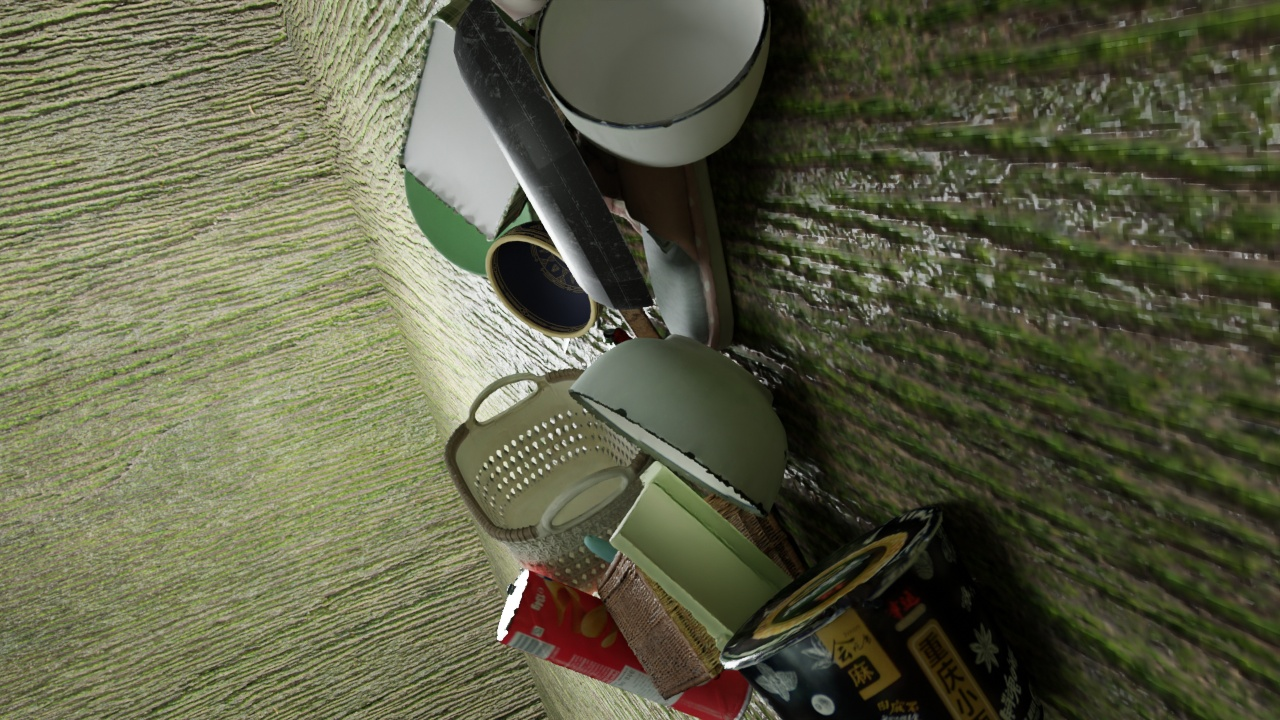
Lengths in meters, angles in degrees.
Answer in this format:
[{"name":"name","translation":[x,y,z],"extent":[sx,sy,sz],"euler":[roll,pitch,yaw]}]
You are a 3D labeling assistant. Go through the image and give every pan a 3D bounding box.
[{"name":"pan","translation":[-0.034,-0.077,0.608],"extent":[0.207,0.040,0.357],"euler":[60,179,34]}]

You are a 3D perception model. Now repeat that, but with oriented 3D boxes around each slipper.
[{"name":"slipper","translation":[-0.001,-0.122,0.602],"extent":[0.114,0.054,0.274],"euler":[26,137,63]}]

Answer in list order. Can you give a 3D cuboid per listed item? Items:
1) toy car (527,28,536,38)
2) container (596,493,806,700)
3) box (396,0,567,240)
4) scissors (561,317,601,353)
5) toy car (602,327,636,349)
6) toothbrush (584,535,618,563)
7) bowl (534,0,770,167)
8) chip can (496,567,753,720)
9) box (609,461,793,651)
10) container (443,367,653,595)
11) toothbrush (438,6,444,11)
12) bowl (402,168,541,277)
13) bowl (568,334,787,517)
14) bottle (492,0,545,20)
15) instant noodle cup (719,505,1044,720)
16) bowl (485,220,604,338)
[{"name":"toy car","translation":[-0.092,-0.218,0.756],"extent":[0.034,0.046,0.112],"euler":[58,158,34]},{"name":"container","translation":[0.048,0.186,0.732],"extent":[0.112,0.113,0.199],"euler":[58,161,17]},{"name":"box","translation":[-0.126,-0.187,0.735],"extent":[0.117,0.049,0.206],"euler":[38,151,-2]},{"name":"scissors","translation":[-0.071,-0.053,0.940],"extent":[0.095,0.014,0.171],"euler":[67,159,-6]},{"name":"toy car","translation":[-0.005,0.005,0.786],"extent":[0.091,0.036,0.042],"euler":[44,151,48]},{"name":"toothbrush","translation":[0.017,0.206,0.848],"extent":[0.180,0.016,0.016],"euler":[37,-177,-25]},{"name":"bowl","translation":[0.010,-0.149,0.463],"extent":[0.116,0.116,0.066],"euler":[59,180,23]},{"name":"chip can","translation":[-0.014,0.262,0.834],"extent":[0.233,0.073,0.073],"euler":[25,166,-12]},{"name":"box","translation":[0.069,0.142,0.577],"extent":[0.187,0.044,0.141],"euler":[42,-164,1]},{"name":"container","translation":[-0.080,0.119,0.923],"extent":[0.246,0.184,0.143],"euler":[40,158,57]},{"name":"toothbrush","translation":[-0.162,-0.325,0.874],"extent":[0.189,0.016,0.017],"euler":[41,138,52]},{"name":"bowl","translation":[-0.147,-0.163,0.886],"extent":[0.151,0.076,0.151],"euler":[17,130,22]},{"name":"bowl","translation":[0.034,0.034,0.605],"extent":[0.153,0.072,0.153],"euler":[31,172,5]},{"name":"bottle","translation":[-0.101,-0.284,0.695],"extent":[0.146,0.051,0.051],"euler":[27,137,63]},{"name":"instant noodle cup","translation":[0.129,0.158,0.468],"extent":[0.112,0.137,0.137],"euler":[54,160,8]},{"name":"bowl","translation":[-0.075,-0.082,0.823],"extent":[0.112,0.061,0.113],"euler":[21,141,18]}]
